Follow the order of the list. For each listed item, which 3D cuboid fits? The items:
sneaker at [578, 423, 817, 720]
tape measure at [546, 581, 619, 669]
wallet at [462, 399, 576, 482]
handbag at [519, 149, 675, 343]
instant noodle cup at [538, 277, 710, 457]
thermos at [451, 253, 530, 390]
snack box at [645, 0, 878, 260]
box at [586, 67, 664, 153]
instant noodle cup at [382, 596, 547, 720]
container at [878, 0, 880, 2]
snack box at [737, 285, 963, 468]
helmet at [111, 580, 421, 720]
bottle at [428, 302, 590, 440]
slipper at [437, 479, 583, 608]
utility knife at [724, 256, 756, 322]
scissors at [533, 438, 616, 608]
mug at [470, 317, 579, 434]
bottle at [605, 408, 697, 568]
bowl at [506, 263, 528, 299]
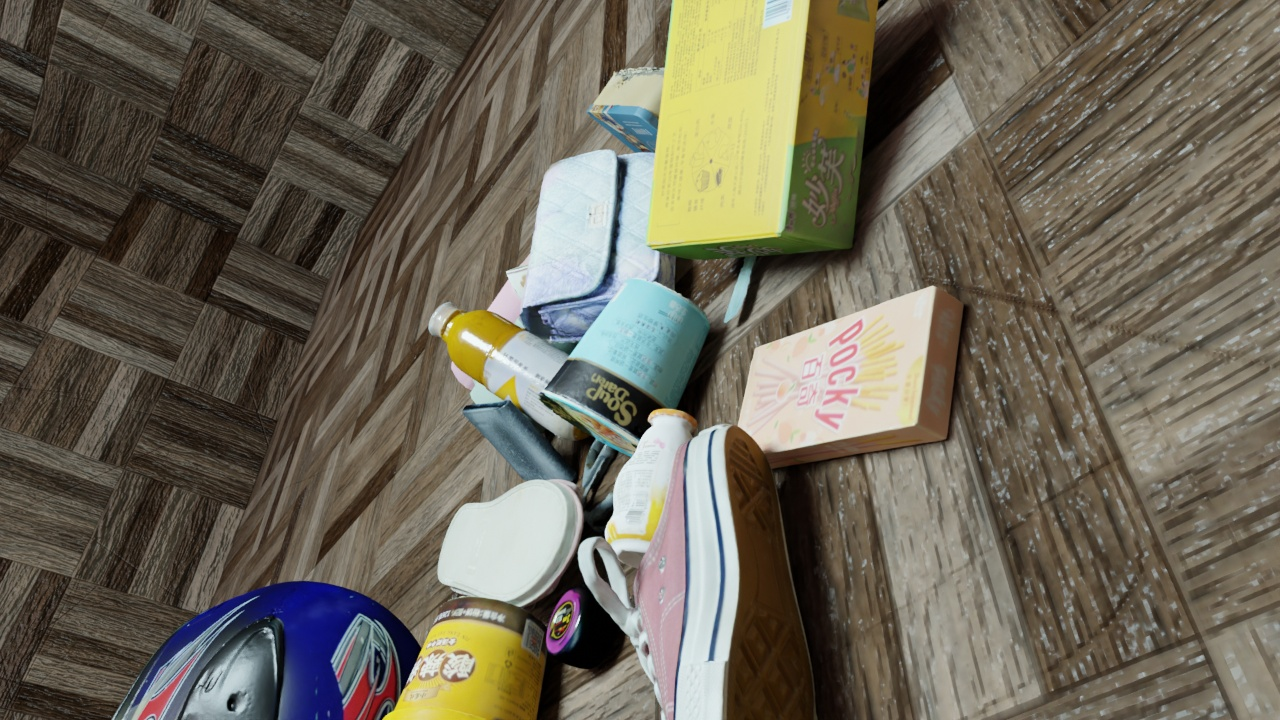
[{"bbox_3d":[0.031,0.145,0.496,0.088,0.118,0.240,-28,41,28],"label":"sneaker"},{"bbox_3d":[-0.041,0.196,0.673,0.057,0.039,0.057,-50,23,27],"label":"tape measure"},{"bbox_3d":[-0.118,0.077,0.871,0.019,0.097,0.121,-46,17,-25],"label":"wallet"},{"bbox_3d":[-0.037,-0.113,0.852,0.134,0.076,0.193,-8,50,14],"label":"handbag"},{"bbox_3d":[-0.004,0.004,0.723,0.120,0.111,0.111,-60,23,-12],"label":"instant noodle cup"},{"bbox_3d":[-0.146,-0.052,1.097,0.199,0.067,0.087,-51,-2,26],"label":"thermos"},{"bbox_3d":[0.084,-0.182,0.665,0.158,0.070,0.210,5,89,56],"label":"snack box"},{"bbox_3d":[0.016,-0.248,0.930,0.060,0.089,0.184,-55,24,3],"label":"box"},{"bbox_3d":[-0.127,0.254,0.704,0.119,0.118,0.114,-40,26,42],"label":"instant noodle cup"},{"bbox_3d":[0.155,-0.325,0.734,0.115,0.090,0.090,-30,41,45],"label":"container"},{"bbox_3d":[0.118,0.016,0.549,0.158,0.026,0.084,-22,47,56],"label":"snack box"},{"bbox_3d":[-0.307,0.353,0.798,0.241,0.248,0.314,2,52,16],"label":"helmet"},{"bbox_3d":[-0.116,0.004,0.850,0.189,0.068,0.068,31,96,21],"label":"bottle"},{"bbox_3d":[-0.111,0.164,0.807,0.275,0.054,0.114,-23,49,56],"label":"slipper"},{"bbox_3d":[0.103,-0.126,0.729,0.029,0.013,0.216,-8,56,59],"label":"utility knife"},{"bbox_3d":[-0.051,0.136,0.787,0.159,0.014,0.181,6,74,66],"label":"scissors"},{"bbox_3d":[-0.121,0.004,0.927,0.106,0.112,0.082,-58,4,8],"label":"mug"},{"bbox_3d":[0.014,0.088,0.638,0.063,0.063,0.108,-29,42,51],"label":"bottle"},{"bbox_3d":[-0.077,-0.081,0.959,0.114,0.113,0.062,-1,108,63],"label":"bowl"}]
